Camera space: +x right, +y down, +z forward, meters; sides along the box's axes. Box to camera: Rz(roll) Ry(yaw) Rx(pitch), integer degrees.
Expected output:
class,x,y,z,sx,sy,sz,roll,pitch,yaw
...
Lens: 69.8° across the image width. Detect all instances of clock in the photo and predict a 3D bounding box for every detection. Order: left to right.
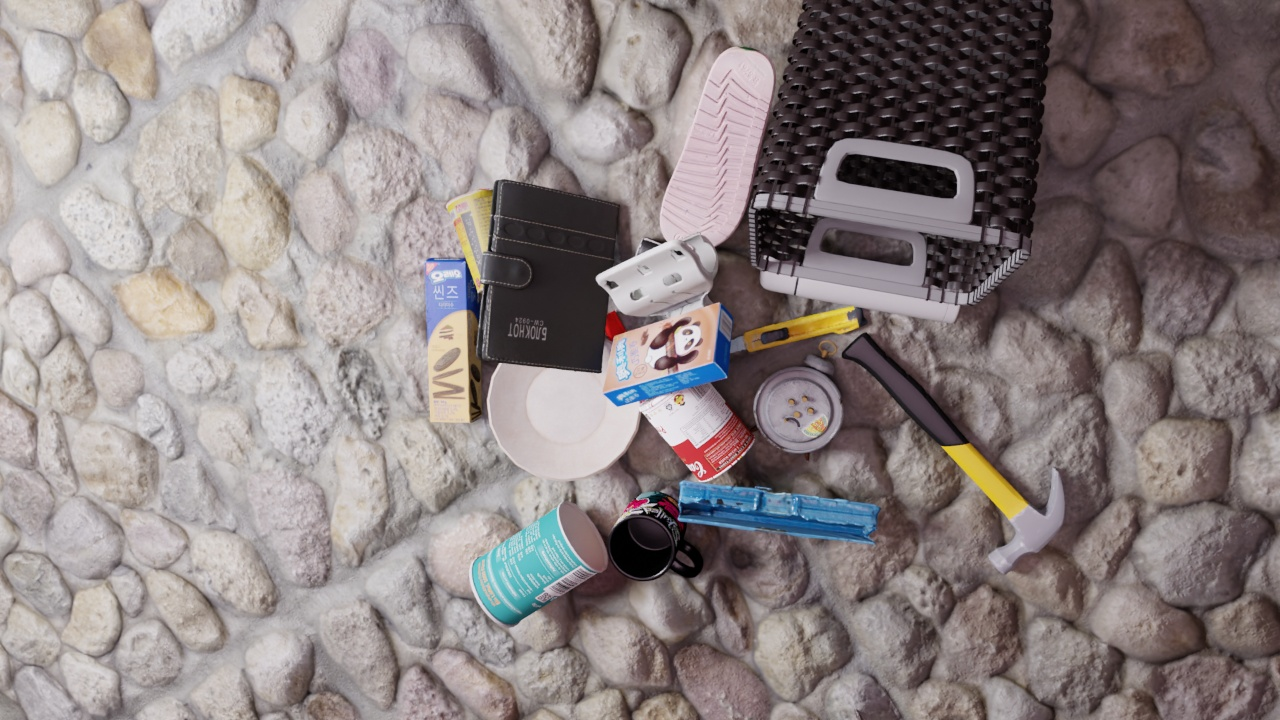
class,x,y,z,sx,sy,sz,roll,pitch,yaw
clock,0.193,0.043,1.083,0.104,0.056,0.148,25,105,6

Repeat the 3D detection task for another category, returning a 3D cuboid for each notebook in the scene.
class,x,y,z,sx,sy,sz,roll,pitch,yaw
notebook,-0.107,-0.095,1.069,0.169,0.029,0.209,7,85,-33

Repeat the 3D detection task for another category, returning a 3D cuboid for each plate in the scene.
class,x,y,z,sx,sy,sz,roll,pitch,yaw
plate,-0.092,0.054,1.130,0.189,0.027,0.188,0,88,2

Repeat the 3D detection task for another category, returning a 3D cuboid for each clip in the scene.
class,x,y,z,sx,sy,sz,roll,pitch,yaw
clip,0.041,-0.093,1.073,0.127,0.152,0.098,-19,53,36

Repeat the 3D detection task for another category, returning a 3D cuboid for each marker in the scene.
class,x,y,z,sx,sy,sz,roll,pitch,yaw
marker,-0.007,0.007,1.135,0.023,0.021,0.145,-29,92,-3

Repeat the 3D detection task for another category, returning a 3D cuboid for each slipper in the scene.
class,x,y,z,sx,sy,sz,roll,pitch,yaw
slipper,0.094,-0.239,1.056,0.094,0.064,0.240,19,115,4

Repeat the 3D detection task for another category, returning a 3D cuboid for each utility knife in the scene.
class,x,y,z,sx,sy,sz,roll,pitch,yaw
utility knife,0.161,-0.028,1.101,0.217,0.019,0.030,-14,86,16

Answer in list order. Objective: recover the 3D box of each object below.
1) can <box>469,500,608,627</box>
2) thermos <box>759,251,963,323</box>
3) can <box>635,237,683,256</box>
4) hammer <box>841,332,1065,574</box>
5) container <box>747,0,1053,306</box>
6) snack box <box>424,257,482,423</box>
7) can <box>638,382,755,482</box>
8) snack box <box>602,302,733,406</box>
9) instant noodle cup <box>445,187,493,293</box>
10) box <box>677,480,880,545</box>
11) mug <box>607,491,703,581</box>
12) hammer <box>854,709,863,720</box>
class,x,y,z,sx,sy,sz,roll,pitch,yaw
can,-0.128,0.257,1.156,0.144,0.099,0.099,-34,91,14
thermos,0.250,-0.088,1.053,0.224,0.052,0.052,11,100,9
can,0.036,-0.120,1.101,0.080,0.031,0.031,22,102,7
hammer,0.363,0.093,1.073,0.127,0.029,0.323,-43,88,14
container,0.254,-0.216,0.916,0.247,0.245,0.243,11,84,9
snack box,-0.235,-0.026,1.156,0.056,0.057,0.207,1,99,10
can,0.067,0.073,1.091,0.087,0.086,0.116,-38,96,14
snack box,0.031,-0.005,1.050,0.152,0.087,0.034,-17,135,31
instant noodle cup,-0.172,-0.140,1.098,0.100,0.100,0.112,-13,89,13
box,0.159,0.188,1.086,0.231,0.093,0.054,6,69,5
mug,0.025,0.223,1.122,0.118,0.098,0.082,33,103,5
hammer,0.139,0.496,1.152,0.315,0.137,0.035,-16,95,26
